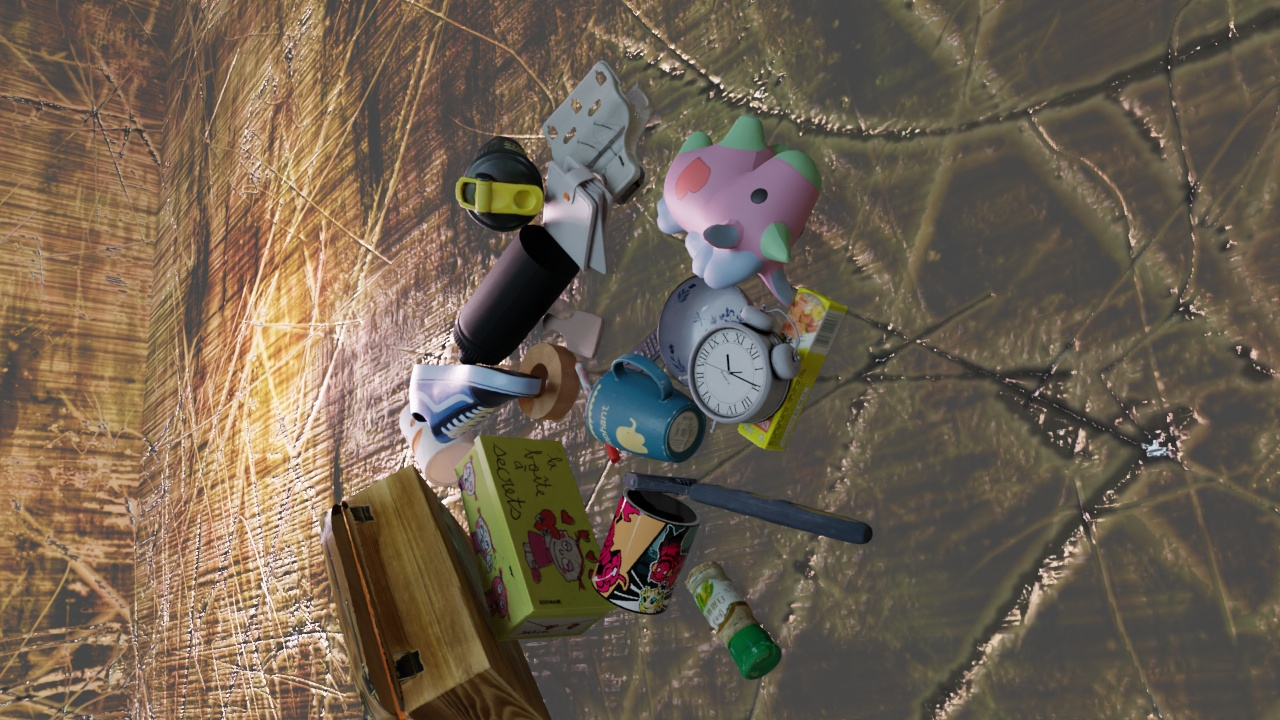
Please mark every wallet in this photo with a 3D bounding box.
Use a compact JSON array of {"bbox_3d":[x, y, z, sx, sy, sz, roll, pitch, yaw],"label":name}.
[{"bbox_3d":[-0.066,-0.161,1.060,0.115,0.037,0.119,48,148,25],"label":"wallet"}]

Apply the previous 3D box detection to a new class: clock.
[{"bbox_3d":[0.094,0.004,0.823,0.123,0.035,0.094,-46,62,32],"label":"clock"}]

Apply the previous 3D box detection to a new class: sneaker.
[{"bbox_3d":[-0.206,0.056,1.131,0.242,0.083,0.098,0,83,47],"label":"sneaker"}]

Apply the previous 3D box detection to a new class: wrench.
[{"bbox_3d":[0.088,0.129,0.846,0.274,0.073,0.022,8,89,43],"label":"wrench"}]

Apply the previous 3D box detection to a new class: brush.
[{"bbox_3d":[-0.081,-0.037,1.109,0.136,0.015,0.050,20,96,55],"label":"brush"}]

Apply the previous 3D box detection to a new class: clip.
[{"bbox_3d":[-0.032,-0.255,1.075,0.127,0.101,0.152,-40,83,38],"label":"clip"}]

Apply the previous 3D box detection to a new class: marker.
[{"bbox_3d":[-0.051,0.057,1.054,0.013,0.012,0.142,-48,50,32],"label":"marker"}]

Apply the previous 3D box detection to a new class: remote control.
[{"bbox_3d":[-0.006,0.006,1.011,0.137,0.015,0.032,-41,54,33],"label":"remote control"}]

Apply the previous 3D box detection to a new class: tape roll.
[{"bbox_3d":[-0.114,0.026,1.120,0.094,0.027,0.094,-13,73,47],"label":"tape roll"}]

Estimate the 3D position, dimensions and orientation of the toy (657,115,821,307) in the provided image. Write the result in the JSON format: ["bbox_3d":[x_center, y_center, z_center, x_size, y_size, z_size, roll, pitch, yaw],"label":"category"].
[{"bbox_3d":[0.078,-0.141,0.864,0.223,0.120,0.171,1,63,52],"label":"toy"}]

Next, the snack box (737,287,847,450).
[{"bbox_3d":[0.137,0.009,0.835,0.040,0.028,0.148,36,110,46],"label":"snack box"}]

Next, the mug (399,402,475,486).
[{"bbox_3d":[-0.271,0.106,1.242,0.082,0.082,0.105,-59,45,23],"label":"mug"}]

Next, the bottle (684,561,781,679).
[{"bbox_3d":[0.084,0.236,0.842,0.043,0.043,0.111,-59,45,23],"label":"bottle"}]

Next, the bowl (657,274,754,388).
[{"bbox_3d":[0.075,-0.027,0.895,0.114,0.045,0.114,0,89,41],"label":"bowl"}]

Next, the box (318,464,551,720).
[{"bbox_3d":[-0.255,0.305,1.020,0.192,0.252,0.279,-26,50,-8],"label":"box"}]

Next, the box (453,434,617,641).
[{"bbox_3d":[-0.121,0.193,1.027,0.080,0.124,0.220,-45,50,34],"label":"box"}]

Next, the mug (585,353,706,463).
[{"bbox_3d":[0.007,0.046,0.925,0.104,0.084,0.112,21,132,42],"label":"mug"}]

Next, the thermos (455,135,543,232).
[{"bbox_3d":[-0.173,-0.225,1.136,0.098,0.098,0.220,-64,18,18],"label":"thermos"}]

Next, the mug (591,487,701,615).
[{"bbox_3d":[0.002,0.183,0.927,0.118,0.082,0.098,-123,52,-72],"label":"mug"}]

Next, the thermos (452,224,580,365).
[{"bbox_3d":[-0.166,-0.071,1.154,0.199,0.086,0.086,-47,50,32],"label":"thermos"}]
